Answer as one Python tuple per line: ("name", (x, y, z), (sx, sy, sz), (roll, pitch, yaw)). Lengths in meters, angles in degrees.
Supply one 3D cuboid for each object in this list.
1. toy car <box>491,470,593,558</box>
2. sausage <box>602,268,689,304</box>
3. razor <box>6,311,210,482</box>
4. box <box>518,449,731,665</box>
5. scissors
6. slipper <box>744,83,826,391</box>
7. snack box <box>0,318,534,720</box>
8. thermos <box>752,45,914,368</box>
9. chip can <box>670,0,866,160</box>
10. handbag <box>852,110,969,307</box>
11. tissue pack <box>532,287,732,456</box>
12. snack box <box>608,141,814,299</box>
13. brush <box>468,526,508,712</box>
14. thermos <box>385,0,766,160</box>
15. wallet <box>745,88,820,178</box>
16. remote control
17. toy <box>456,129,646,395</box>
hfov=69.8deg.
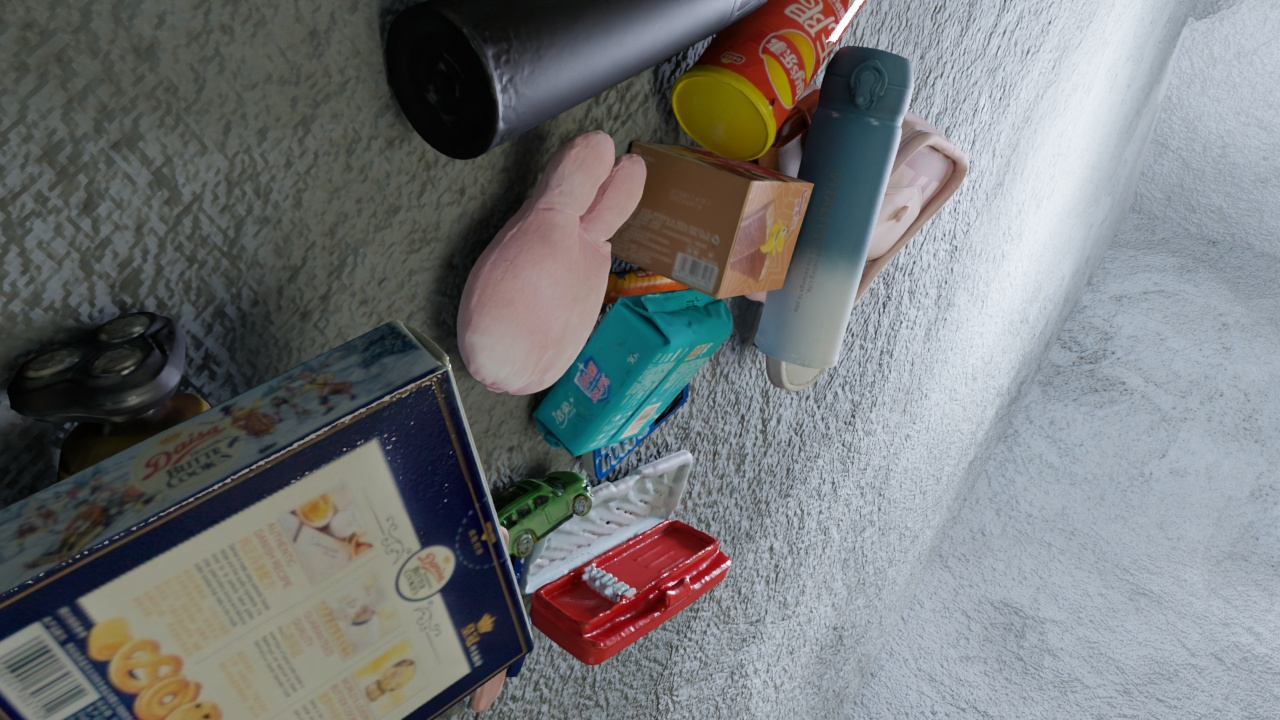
("toy car", (-0.074, 0.101, 0.624), (0.091, 0.043, 0.036), (-27, 113, -37))
("sausage", (0.016, -0.058, 0.668), (0.164, 0.021, 0.021), (-15, 126, -55))
("razor", (-0.213, 0.062, 0.362), (0.067, 0.062, 0.168), (8, 115, -29))
("box", (0.001, 0.151, 0.736), (0.200, 0.095, 0.100), (-16, 129, -52))
("scissors", (-0.102, 0.203, 0.649), (0.163, 0.012, 0.162), (140, -41, -62))
("slipper", (0.127, -0.098, 0.775), (0.114, 0.054, 0.275), (-30, 129, -32))
("snack box", (-0.142, 0.102, 0.367), (0.182, 0.046, 0.178), (-30, 132, -27))
("thermos", (0.135, -0.105, 0.647), (0.070, 0.070, 0.221), (-16, 123, -54))
("chip can", (0.105, -0.230, 0.610), (0.216, 0.073, 0.073), (-55, 151, -22))
("handbag", (0.209, -0.125, 0.889), (0.193, 0.093, 0.234), (-1, 122, -58))
("tissue pack", (-0.004, 0.004, 0.613), (0.134, 0.050, 0.093), (-50, 161, 28))
("snack box", (0.047, -0.095, 0.613), (0.094, 0.093, 0.077), (-14, 124, -54))
("brush", (-0.112, 0.149, 0.571), (0.063, 0.073, 0.146), (-23, 130, -50))
("thermos", (-0.017, -0.170, 0.479), (0.241, 0.068, 0.090), (-38, 164, -40))
("wallet", (0.128, -0.154, 0.689), (0.130, 0.035, 0.119), (-39, 135, -26))
("remote control", (-0.002, 0.040, 0.716), (0.124, 0.024, 0.049), (-39, 143, -36))
("toy", (-0.049, -0.053, 0.527), (0.159, 0.054, 0.121), (-62, 159, 6))
